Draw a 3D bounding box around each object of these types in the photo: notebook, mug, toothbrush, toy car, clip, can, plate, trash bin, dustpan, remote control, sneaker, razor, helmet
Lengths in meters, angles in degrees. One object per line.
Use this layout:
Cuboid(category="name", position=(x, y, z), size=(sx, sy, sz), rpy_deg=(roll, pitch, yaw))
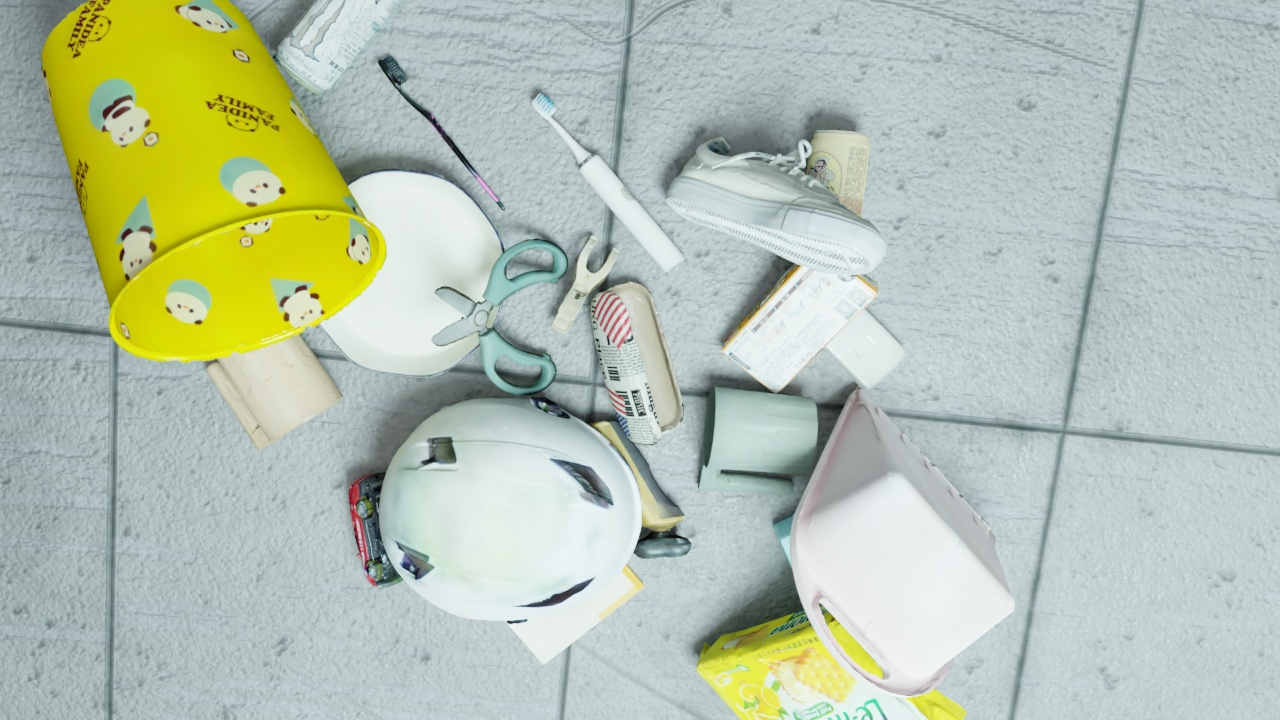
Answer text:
Cuboid(category="notebook", position=(-0.115, 0.210, 0.987), size=(0.146, 0.010, 0.206), rpy_deg=(-38, 97, 6))
Cuboid(category="mug", position=(0.118, 0.088, 0.941), size=(0.103, 0.083, 0.124), rpy_deg=(5, 126, -2))
Cuboid(category="toothbrush", position=(-0.195, -0.226, 0.917), size=(0.017, 0.014, 0.189), rpy_deg=(-41, 98, -7))
Cuboid(category="toy car", position=(-0.273, 0.177, 0.961), size=(0.045, 0.052, 0.120), rpy_deg=(-5, 97, 40))
Cuboid(category="clip", position=(-0.058, -0.075, 0.923), size=(0.034, 0.066, 0.099), rpy_deg=(27, 75, -6))
Cuboid(category="can", position=(0.191, -0.165, 0.904), size=(0.058, 0.058, 0.116), rpy_deg=(6, 99, -1))
Cuboid(category="mug", position=(-0.377, 0.025, 0.930), size=(0.125, 0.084, 0.103), rpy_deg=(-28, 97, 31))
Cuboid(category="can", position=(-0.283, -0.327, 0.877), size=(0.058, 0.058, 0.147), rpy_deg=(42, 96, -6))
Cuboid(category="plate", position=(-0.233, -0.087, 0.923), size=(0.205, 0.045, 0.205), rpy_deg=(0, 98, -1))
Cuboid(category="trash bin", position=(-0.381, -0.164, 0.803), size=(0.230, 0.229, 0.255), rpy_deg=(-29, 77, 4))
Cuboid(category="dustpan", position=(0.233, 0.174, 0.872), size=(0.139, 0.273, 0.222), rpy_deg=(-42, 92, 16))
Cuboid(category="remote control", position=(0.203, -0.039, 0.942), size=(0.150, 0.021, 0.058), rpy_deg=(45, 96, -7))
Cuboid(category="sneaker", position=(0.133, -0.151, 0.846), size=(0.089, 0.242, 0.090), rpy_deg=(33, 86, -49))
Cuboid(category="toothbrush", position=(-0.033, -0.176, 0.918), size=(0.026, 0.026, 0.221), rpy_deg=(-37, 97, 27))
Cuboid(category="razor", position=(-0.006, 0.135, 0.955), size=(0.067, 0.062, 0.167), rpy_deg=(-30, 93, -26))
Cuboid(category="helmet", position=(-0.136, 0.147, 0.882), size=(0.259, 0.146, 0.229), rpy_deg=(13, 91, 9))

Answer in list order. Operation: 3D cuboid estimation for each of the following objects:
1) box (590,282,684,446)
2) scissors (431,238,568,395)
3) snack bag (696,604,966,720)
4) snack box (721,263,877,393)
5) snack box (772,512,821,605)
Cuboid(category="box", position=(-0.008, 0.007, 0.917), size=(0.076, 0.087, 0.163), rpy_deg=(-12, 101, 9))
Cuboid(category="scissors", position=(-0.126, -0.031, 0.912), size=(0.169, 0.019, 0.181), rpy_deg=(-36, 124, -32))
Cuboid(category="snack bag", position=(0.180, 0.321, 0.923), size=(0.158, 0.068, 0.247), rpy_deg=(48, 136, -7))
Cuboid(category="snack box", position=(0.156, -0.041, 0.911), size=(0.075, 0.026, 0.154), rpy_deg=(38, 121, -6))
Cuboid(category="snack box", position=(0.209, 0.240, 0.972), size=(0.074, 0.051, 0.175), rpy_deg=(-24, 99, 2))
